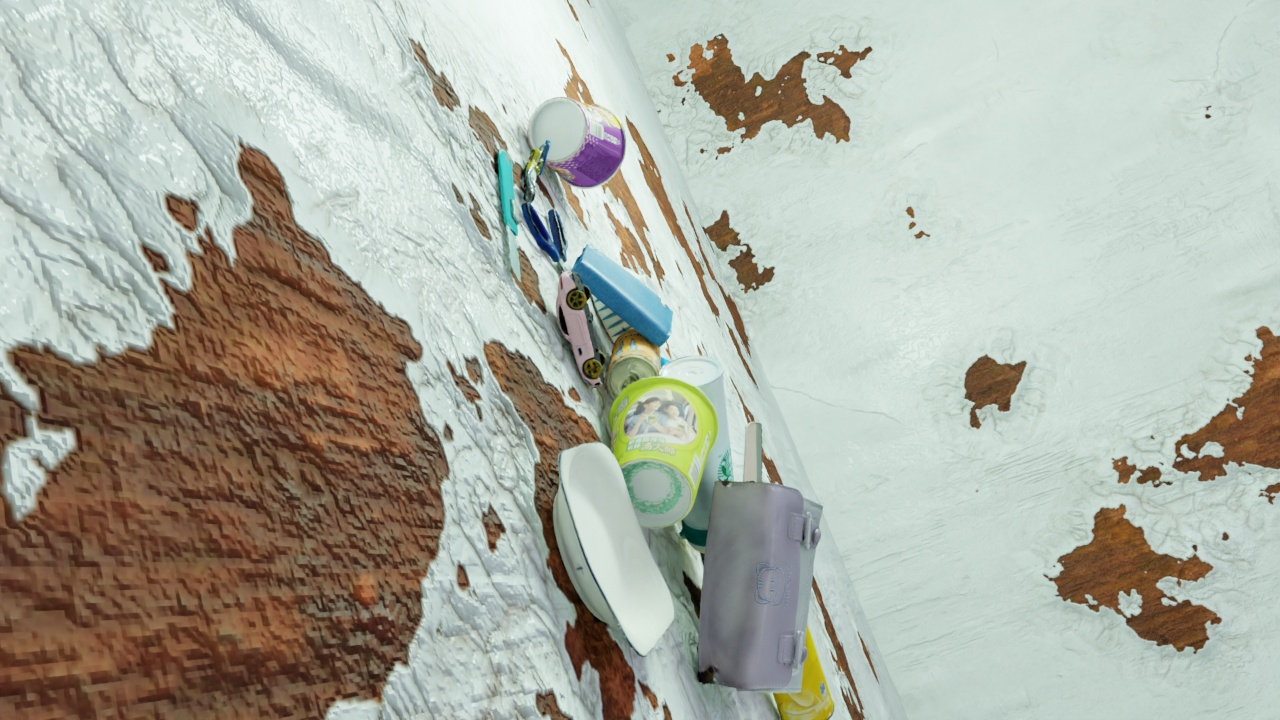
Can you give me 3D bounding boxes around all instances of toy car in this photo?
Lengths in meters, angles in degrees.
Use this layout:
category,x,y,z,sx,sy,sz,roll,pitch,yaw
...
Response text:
category,x,y,z,sx,sy,sz,roll,pitch,yaw
toy car,-0.062,-0.030,0.928,0.056,0.037,0.122,-72,149,-77

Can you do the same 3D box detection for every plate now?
category,x,y,z,sx,sy,sz,roll,pitch,yaw
plate,-0.028,0.146,0.720,0.164,0.034,0.163,68,11,7

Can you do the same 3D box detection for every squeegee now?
category,x,y,z,sx,sy,sz,roll,pitch,yaw
squeegee,0.081,0.153,1.121,0.249,0.040,0.247,37,49,-49

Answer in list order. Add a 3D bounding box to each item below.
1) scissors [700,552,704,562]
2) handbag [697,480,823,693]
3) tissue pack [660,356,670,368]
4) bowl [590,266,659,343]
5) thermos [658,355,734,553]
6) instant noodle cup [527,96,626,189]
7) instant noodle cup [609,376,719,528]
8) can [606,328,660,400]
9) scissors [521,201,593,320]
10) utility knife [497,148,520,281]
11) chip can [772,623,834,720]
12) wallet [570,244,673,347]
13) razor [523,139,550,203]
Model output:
category,x,y,z,sx,sy,sz,roll,pitch,yaw
scissors,0.112,0.264,1.180,0.189,0.015,0.226,57,14,-38
handbag,0.120,0.228,0.923,0.145,0.099,0.196,28,66,-55
tissue pack,0.044,0.064,1.176,0.157,0.052,0.095,68,12,12
bowl,-0.011,-0.069,1.157,0.116,0.066,0.116,61,13,-24
thermos,0.069,0.108,0.987,0.073,0.073,0.224,-92,174,-62
instant noodle cup,-0.087,-0.282,1.169,0.099,0.112,0.111,0,66,-67
instant noodle cup,0.015,0.093,0.876,0.112,0.112,0.123,61,21,-22
can,-0.006,0.006,1.021,0.146,0.058,0.058,-85,149,-77
scissors,-0.090,-0.115,1.028,0.162,0.012,0.173,-98,163,-52
utility knife,-0.129,-0.151,0.915,0.029,0.013,0.222,55,16,-43
chip can,0.172,0.333,1.103,0.072,0.072,0.213,-70,141,-74
wallet,-0.021,-0.074,1.050,0.133,0.040,0.106,40,15,-11
razor,-0.124,-0.212,1.050,0.142,0.022,0.043,-89,-163,-58
